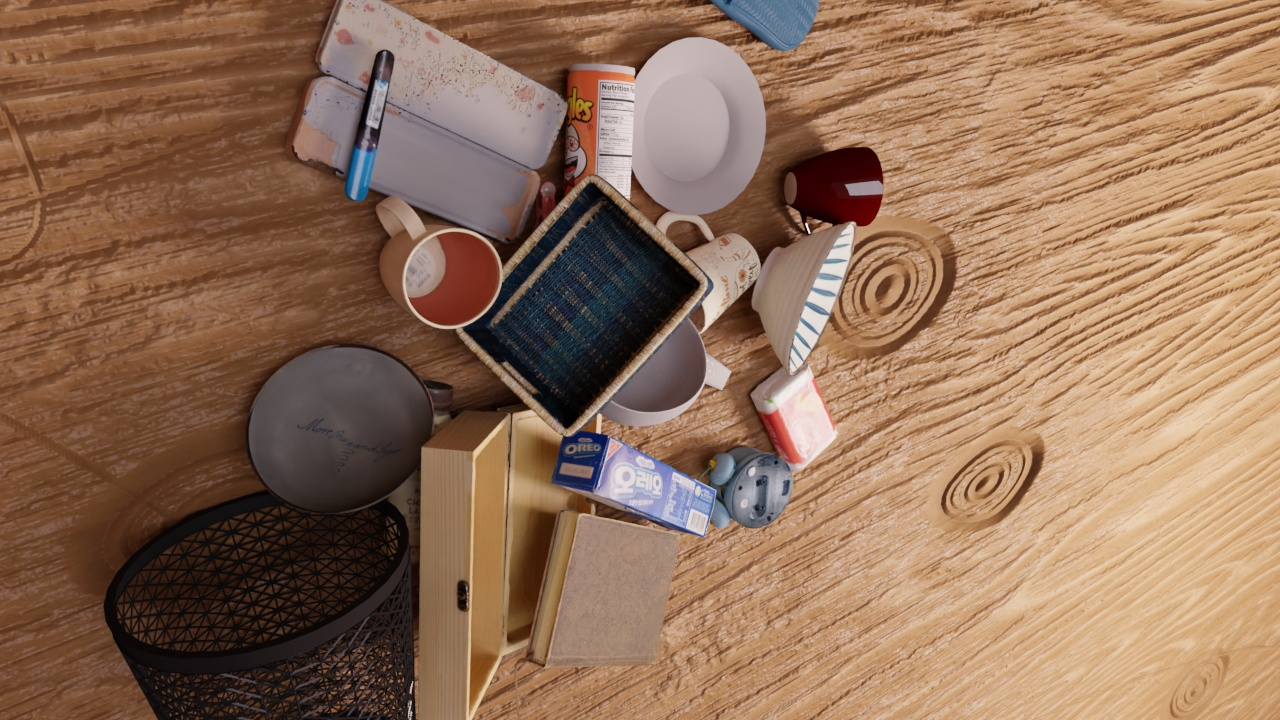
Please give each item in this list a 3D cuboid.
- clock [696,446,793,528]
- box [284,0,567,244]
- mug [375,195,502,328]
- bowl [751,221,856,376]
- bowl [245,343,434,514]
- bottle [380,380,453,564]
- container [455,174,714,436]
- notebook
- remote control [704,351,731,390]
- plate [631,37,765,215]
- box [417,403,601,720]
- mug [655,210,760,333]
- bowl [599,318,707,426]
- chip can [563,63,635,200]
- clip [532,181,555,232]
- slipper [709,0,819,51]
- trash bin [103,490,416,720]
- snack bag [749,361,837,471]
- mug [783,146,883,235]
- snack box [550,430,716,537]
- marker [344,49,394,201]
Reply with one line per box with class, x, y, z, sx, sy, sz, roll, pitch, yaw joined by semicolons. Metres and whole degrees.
clock;0.114;0.145;1.048;0.124;0.052;0.089;-5;106;-30
box;-0.177;-0.202;0.789;0.216;0.043;0.148;20;87;-34
mug;-0.183;-0.088;0.771;0.085;0.104;0.111;-39;118;-18
bowl;0.168;-0.077;0.995;0.176;0.071;0.178;-53;158;-34
bowl;-0.251;0.065;0.778;0.150;0.057;0.150;5;64;-11
bottle;-0.200;0.100;0.837;0.056;0.056;0.162;4;100;-33
container;-0.047;-0.047;0.810;0.145;0.071;0.187;44;100;5
notebook;-0.036;0.254;0.922;0.215;0.035;0.190;30;70;-56
remote control;0.049;-0.003;0.994;0.124;0.010;0.039;29;86;-34
plate;0.054;-0.235;0.932;0.172;0.019;0.173;-8;106;-30
box;-0.124;0.170;0.858;0.260;0.097;0.247;-16;113;-59
mug;0.059;-0.101;0.950;0.097;0.081;0.122;-36;92;-28
bowl;-0.005;0.005;0.910;0.131;0.065;0.131;7;63;-15
chip can;-0.041;-0.166;0.865;0.062;0.062;0.210;-5;105;-31
clip;-0.091;-0.140;0.869;0.022;0.035;0.058;-6;100;-27
slipper;0.105;-0.383;0.906;0.213;0.059;0.104;29;95;-48
trash bin;-0.281;0.263;0.747;0.216;0.217;0.243;-16;117;-28
snack bag;0.182;0.064;1.079;0.076;0.036;0.116;-38;119;-19
mug;0.204;-0.179;1.015;0.088;0.087;0.114;-4;133;-13
snack box;0.000;0.127;0.921;0.226;0.060;0.059;32;69;-53
marker;-0.218;-0.189;0.738;0.018;0.015;0.123;12;93;-36
